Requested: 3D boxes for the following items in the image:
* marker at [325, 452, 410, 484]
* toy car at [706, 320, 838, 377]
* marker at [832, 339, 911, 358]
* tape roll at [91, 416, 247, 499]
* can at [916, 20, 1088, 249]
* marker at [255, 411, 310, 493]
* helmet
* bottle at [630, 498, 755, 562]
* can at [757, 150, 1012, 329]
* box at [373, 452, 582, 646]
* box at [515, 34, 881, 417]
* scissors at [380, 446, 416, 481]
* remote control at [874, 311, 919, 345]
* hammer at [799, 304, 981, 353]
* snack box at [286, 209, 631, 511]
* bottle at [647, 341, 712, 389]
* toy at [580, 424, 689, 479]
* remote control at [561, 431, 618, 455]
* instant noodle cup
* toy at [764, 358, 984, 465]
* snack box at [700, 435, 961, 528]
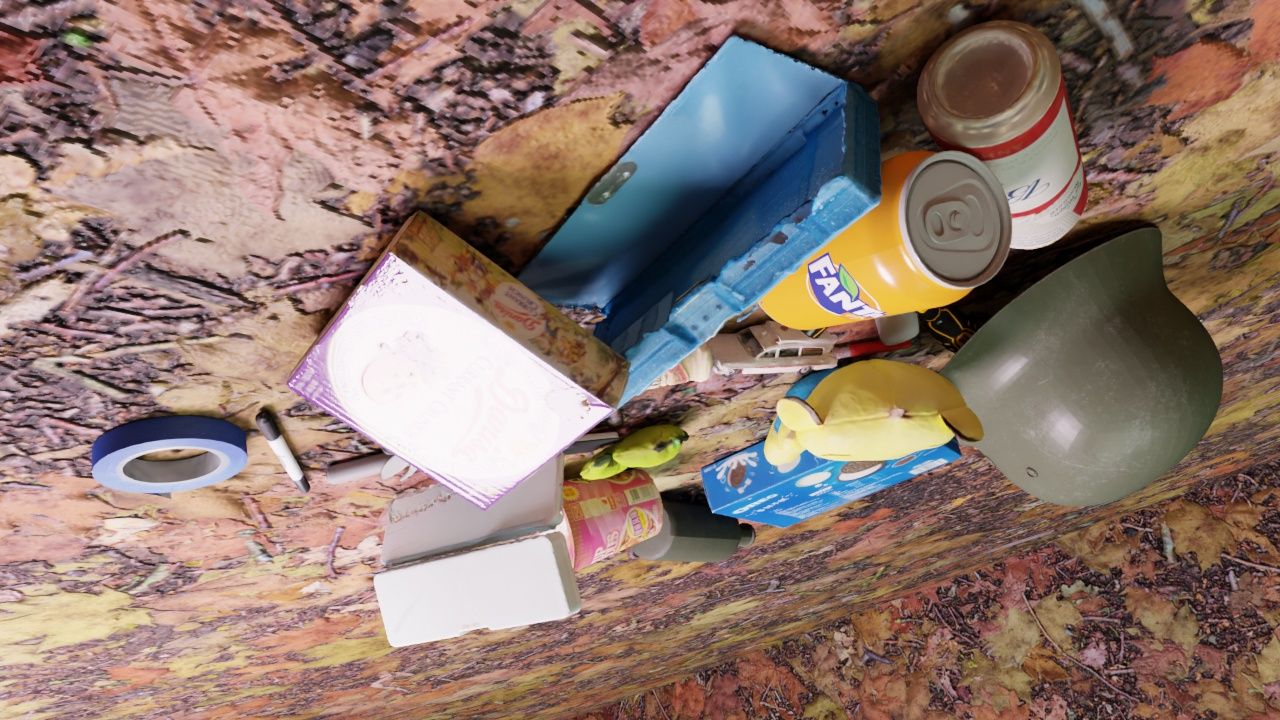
[{"bbox_3d":[-0.181,0.075,0.736,0.140,0.016,0.016,-14,156,-5],"label":"marker"},{"bbox_3d":[0.101,-0.012,0.705,0.113,0.039,0.039,-1,131,-29],"label":"toy car"},{"bbox_3d":[0.167,-0.006,0.785,0.142,0.012,0.013,-9,155,-15],"label":"marker"},{"bbox_3d":[-0.320,0.065,0.627,0.093,0.016,0.091,-22,155,12],"label":"tape roll"},{"bbox_3d":[0.205,-0.116,0.508,0.067,0.067,0.170,-27,154,22],"label":"can"},{"bbox_3d":[-0.264,0.071,0.681,0.011,0.011,0.152,-10,155,-13],"label":"marker"},{"bbox_3d":[0.384,0.036,0.779,0.226,0.153,0.268,-25,154,-13],"label":"helmet"},{"bbox_3d":[0.072,0.207,1.104,0.072,0.071,0.206,-31,152,30],"label":"bottle"},{"bbox_3d":[0.123,-0.062,0.501,0.079,0.079,0.143,-5,178,-24],"label":"can"},{"bbox_3d":[-0.140,0.157,0.752,0.198,0.136,0.049,-17,157,29],"label":"box"},{"bbox_3d":[0.013,-0.071,0.502,0.102,0.094,0.232,31,136,-20],"label":"box"},{"bbox_3d":[-0.159,0.048,0.678,0.128,0.019,0.153,-22,151,1],"label":"scissors"},{"bbox_3d":[0.202,-0.042,0.728,0.033,0.012,0.131,-22,154,12],"label":"remote control"},{"bbox_3d":[0.226,-0.040,0.707,0.123,0.036,0.320,-48,148,17],"label":"hammer"},{"bbox_3d":[-0.105,0.008,0.525,0.148,0.040,0.144,36,132,-17],"label":"snack box"},{"bbox_3d":[-0.004,0.004,0.664,0.109,0.044,0.044,-10,155,-15],"label":"bottle"},{"bbox_3d":[-0.005,0.084,0.837,0.094,0.036,0.094,-14,171,-45],"label":"toy"},{"bbox_3d":[-0.084,0.075,0.778,0.146,0.008,0.045,-1,160,-44],"label":"remote control"},{"bbox_3d":[-0.041,0.154,0.907,0.108,0.097,0.098,-11,156,-29],"label":"instant noodle cup"},{"bbox_3d":[0.180,0.042,0.756,0.149,0.084,0.214,-11,174,1],"label":"toy"},{"bbox_3d":[0.213,0.114,1.016,0.239,0.056,0.195,-27,153,24],"label":"snack box"}]
